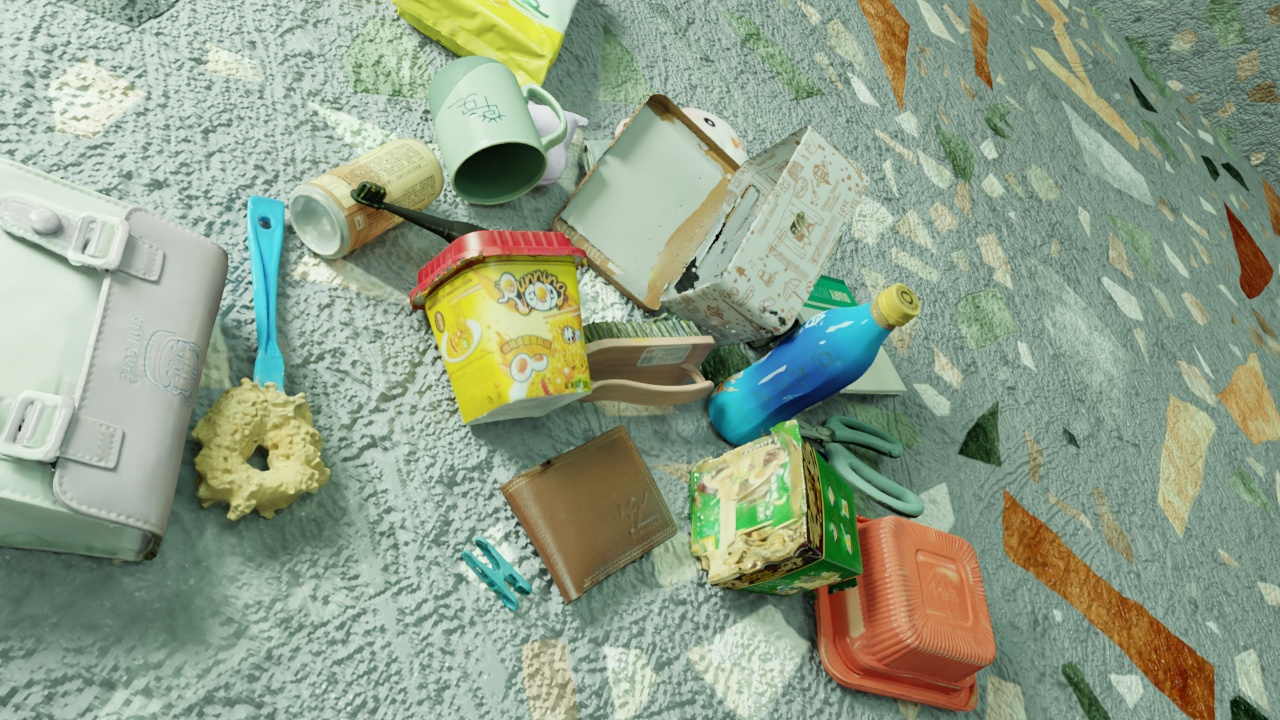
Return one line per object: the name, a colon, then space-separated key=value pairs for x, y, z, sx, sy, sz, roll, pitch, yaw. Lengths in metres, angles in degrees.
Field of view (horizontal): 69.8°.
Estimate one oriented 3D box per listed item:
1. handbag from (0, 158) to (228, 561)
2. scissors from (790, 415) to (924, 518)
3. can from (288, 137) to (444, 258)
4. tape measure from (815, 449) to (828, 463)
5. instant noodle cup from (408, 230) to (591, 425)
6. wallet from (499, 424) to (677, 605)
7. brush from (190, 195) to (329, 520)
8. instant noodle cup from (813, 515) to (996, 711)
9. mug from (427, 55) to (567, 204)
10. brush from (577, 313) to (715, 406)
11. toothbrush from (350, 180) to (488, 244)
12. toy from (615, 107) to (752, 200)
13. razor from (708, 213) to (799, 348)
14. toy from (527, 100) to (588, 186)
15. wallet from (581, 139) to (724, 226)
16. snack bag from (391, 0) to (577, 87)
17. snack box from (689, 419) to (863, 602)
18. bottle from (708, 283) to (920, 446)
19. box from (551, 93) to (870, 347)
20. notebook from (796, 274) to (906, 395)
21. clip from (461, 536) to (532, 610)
handbag: x=-0.321 y=0.001 z=0.510 sx=0.144 sy=0.099 sz=0.196 roll=20 pitch=51 yaw=-34
scissors: x=0.211 y=0.087 z=0.889 sx=0.170 sy=0.019 sz=0.180 roll=36 pitch=25 yaw=24
can: x=-0.209 y=-0.127 z=0.706 sx=0.058 sy=0.059 sz=0.116 roll=47 pitch=44 yaw=-2
tape measure: x=0.151 y=0.103 z=0.856 sx=0.054 sy=0.025 sz=0.058 roll=30 pitch=40 yaw=-17
instant noodle cup: x=-0.098 y=-0.022 z=0.692 sx=0.116 sy=0.116 sz=0.123 roll=-5 pitch=77 yaw=-41
wallet: x=-0.036 y=0.115 z=0.699 sx=0.124 sy=0.032 sz=0.101 roll=-23 pitch=80 yaw=-44
brush: x=-0.252 y=-0.010 z=0.613 sx=0.083 sy=0.046 sz=0.254 roll=7 pitch=54 yaw=-30
instant noodle cup: x=0.239 y=0.212 z=0.813 sx=0.188 sy=0.079 sz=0.164 roll=19 pitch=51 yaw=-26
mug: x=-0.122 y=-0.206 z=0.797 sx=0.111 sy=0.082 sz=0.106 roll=-18 pitch=65 yaw=-6
brush: x=-0.005 y=0.005 z=0.774 sx=0.145 sy=0.063 sz=0.073 roll=-2 pitch=53 yaw=-38
toothbrush: x=-0.135 y=-0.098 z=0.728 sx=0.212 sy=0.027 sz=0.026 roll=20 pitch=43 yaw=-47
toy: x=0.052 y=-0.218 z=0.982 sx=0.159 sy=0.054 sz=0.121 roll=-7 pitch=65 yaw=-32
razor: x=0.099 y=-0.094 z=0.932 sx=0.167 sy=0.062 sz=0.067 roll=64 pitch=16 yaw=22
toy: x=-0.097 y=-0.206 z=0.864 sx=0.084 sy=0.039 sz=0.107 roll=15 pitch=55 yaw=-8
wallet: x=0.016 y=-0.171 z=0.902 sx=0.129 sy=0.037 sz=0.106 roll=-8 pitch=77 yaw=-24
snack bag: x=-0.144 y=-0.381 z=0.923 sx=0.158 sy=0.068 sz=0.245 roll=28 pitch=48 yaw=-19
snack box: x=0.118 y=0.134 z=0.759 sx=0.105 sy=0.118 sz=0.117 roll=31 pitch=46 yaw=-35
bottle: x=0.145 y=0.004 z=0.779 sx=0.065 sy=0.219 sz=0.065 roll=19 pitch=52 yaw=-27
box: x=0.064 y=-0.137 z=0.810 sx=0.197 sy=0.158 sz=0.180 roll=39 pitch=72 yaw=-14
notebook: x=0.209 y=-0.030 z=0.956 sx=0.208 sy=0.012 sz=0.150 roll=3 pitch=57 yaw=-59
clip: x=-0.099 y=0.147 z=0.638 sx=0.057 sy=0.014 sz=0.045 roll=47 pitch=46 yaw=-4
